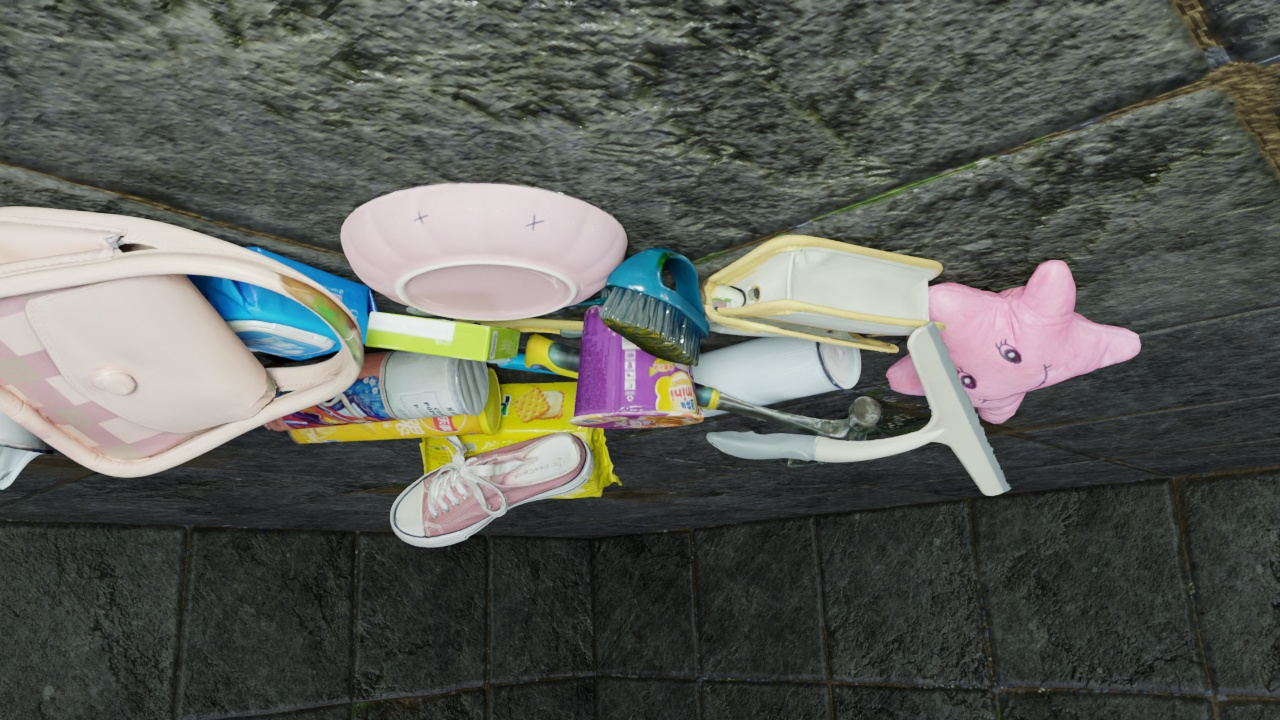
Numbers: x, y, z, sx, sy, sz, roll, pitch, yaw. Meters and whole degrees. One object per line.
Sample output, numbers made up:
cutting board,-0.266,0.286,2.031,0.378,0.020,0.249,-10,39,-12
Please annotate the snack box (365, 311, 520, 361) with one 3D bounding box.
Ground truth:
snack box,-0.144,-0.018,0.700,0.086,0.026,0.156,7,-179,0

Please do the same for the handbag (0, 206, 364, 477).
handbag,-0.290,-0.014,0.582,0.234,0.093,0.193,-7,143,8

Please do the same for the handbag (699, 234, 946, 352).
handbag,0.129,-0.036,0.733,0.163,0.063,0.179,7,166,-27

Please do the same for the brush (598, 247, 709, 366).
brush,0.016,-0.041,0.659,0.055,0.073,0.143,15,175,21

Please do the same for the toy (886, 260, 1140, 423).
toy,0.293,-0.013,0.779,0.178,0.074,0.195,32,138,-20

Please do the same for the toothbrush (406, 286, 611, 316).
toothbrush,-0.096,-0.048,0.735,0.192,0.018,0.016,-2,166,9

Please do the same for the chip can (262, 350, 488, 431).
chip can,-0.259,0.026,0.880,0.215,0.071,0.071,-5,165,14

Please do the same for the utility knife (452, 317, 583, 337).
utility knife,-0.088,-0.031,0.806,0.151,0.018,0.031,7,157,-17

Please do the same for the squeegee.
squeegee,0.163,0.070,0.792,0.247,0.039,0.246,-7,141,32

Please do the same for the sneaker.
sneaker,-0.171,0.127,0.970,0.241,0.118,0.088,-20,150,14

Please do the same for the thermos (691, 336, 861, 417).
thermos,0.103,0.016,0.902,0.225,0.073,0.073,-16,160,43

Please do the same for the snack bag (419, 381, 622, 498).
snack bag,-0.150,0.099,1.063,0.246,0.068,0.158,-2,137,4

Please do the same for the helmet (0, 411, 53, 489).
helmet,-0.526,0.004,0.608,0.259,0.145,0.229,-9,165,16

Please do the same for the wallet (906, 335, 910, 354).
wallet,0.320,-0.017,0.872,0.131,0.035,0.119,-6,163,13

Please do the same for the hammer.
hammer,0.050,0.035,0.856,0.323,0.031,0.126,15,151,-1

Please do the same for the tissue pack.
tissue pack,-0.272,-0.037,0.671,0.095,0.052,0.157,-11,163,29

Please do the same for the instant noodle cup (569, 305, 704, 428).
instant noodle cup,-0.005,0.004,0.769,0.111,0.099,0.111,-2,169,0

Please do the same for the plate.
plate,-0.104,-0.063,0.625,0.192,0.039,0.192,-2,165,-1

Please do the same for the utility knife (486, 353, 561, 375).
utility knife,-0.083,0.006,0.933,0.165,0.018,0.034,7,163,-26

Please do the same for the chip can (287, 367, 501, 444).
chip can,-0.257,0.049,0.964,0.213,0.072,0.072,-4,165,6
